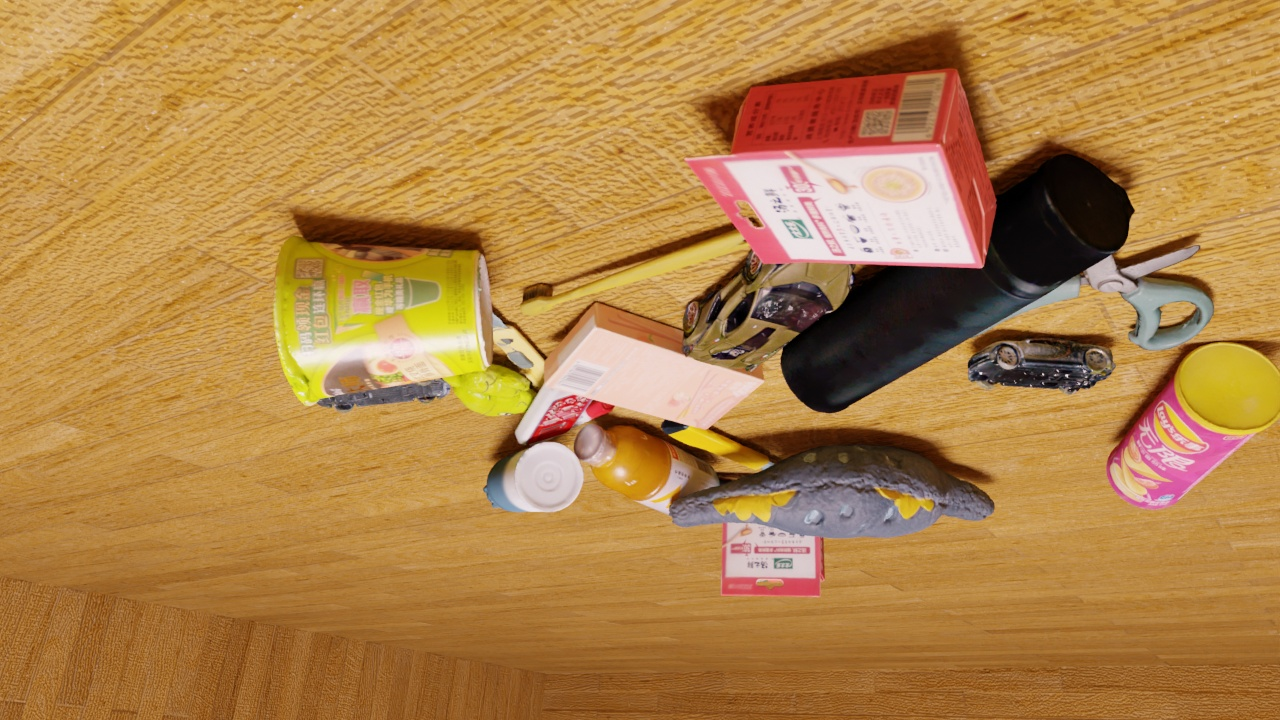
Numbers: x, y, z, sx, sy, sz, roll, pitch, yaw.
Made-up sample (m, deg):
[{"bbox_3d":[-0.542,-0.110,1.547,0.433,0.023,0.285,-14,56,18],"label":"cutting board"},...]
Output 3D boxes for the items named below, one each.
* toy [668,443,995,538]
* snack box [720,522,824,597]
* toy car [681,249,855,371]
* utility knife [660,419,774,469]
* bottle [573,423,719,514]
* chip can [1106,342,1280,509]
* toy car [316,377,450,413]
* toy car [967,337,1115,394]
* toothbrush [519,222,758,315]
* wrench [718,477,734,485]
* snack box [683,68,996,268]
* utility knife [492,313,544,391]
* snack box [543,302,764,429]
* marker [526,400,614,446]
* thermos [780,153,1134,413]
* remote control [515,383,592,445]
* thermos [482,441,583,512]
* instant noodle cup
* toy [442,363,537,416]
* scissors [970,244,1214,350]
[{"bbox_3d":[0.212,0.133,0.904,0.356,0.091,0.138,2,157,-15],"label":"toy"},{"bbox_3d":[0.153,0.212,1.057,0.113,0.127,0.044,-3,155,15],"label":"snack box"},{"bbox_3d":[0.084,-0.035,0.628,0.070,0.042,0.159,12,152,-20],"label":"toy car"},{"bbox_3d":[0.098,0.093,0.936,0.033,0.015,0.216,-18,148,40],"label":"utility knife"},{"bbox_3d":[0.007,0.110,0.922,0.068,0.068,0.189,-14,150,35],"label":"bottle"},{"bbox_3d":[0.443,0.061,0.750,0.071,0.071,0.211,-2,156,12],"label":"chip can"},{"bbox_3d":[-0.225,0.018,0.794,0.120,0.036,0.054,-3,156,-10],"label":"toy car"},{"bbox_3d":[0.297,0.002,0.686,0.105,0.031,0.049,3,155,-1],"label":"toy car"},{"bbox_3d":[-0.006,-0.061,0.612,0.191,0.016,0.015,-15,149,32],"label":"toothbrush"},{"bbox_3d":[0.148,0.142,1.023,0.273,0.016,0.056,2,177,5],"label":"wrench"},{"bbox_3d":[0.106,-0.093,0.471,0.127,0.044,0.113,5,160,32],"label":"snack box"},{"bbox_3d":[-0.099,-0.008,0.749,0.031,0.021,0.204,-8,150,14],"label":"utility knife"},{"bbox_3d":[0.011,0.008,0.727,0.157,0.026,0.085,16,140,-28],"label":"snack box"},{"bbox_3d":[-0.072,0.060,0.887,0.017,0.017,0.146,19,152,-31],"label":"marker"},{"bbox_3d":[0.191,-0.037,0.578,0.089,0.068,0.243,-3,160,-28],"label":"thermos"},{"bbox_3d":[-0.070,0.039,0.803,0.055,0.020,0.136,-14,160,-28],"label":"remote control"},{"bbox_3d":[-0.112,0.120,0.927,0.070,0.070,0.221,10,169,-15],"label":"thermos"},{"bbox_3d":[-0.161,-0.030,0.604,0.123,0.111,0.112,-4,156,-2],"label":"instant noodle cup"},{"bbox_3d":[-0.129,0.025,0.795,0.096,0.031,0.100,13,159,-22],"label":"toy"},{"bbox_3d":[0.295,-0.034,0.626,0.170,0.019,0.171,-15,151,38],"label":"scissors"}]
